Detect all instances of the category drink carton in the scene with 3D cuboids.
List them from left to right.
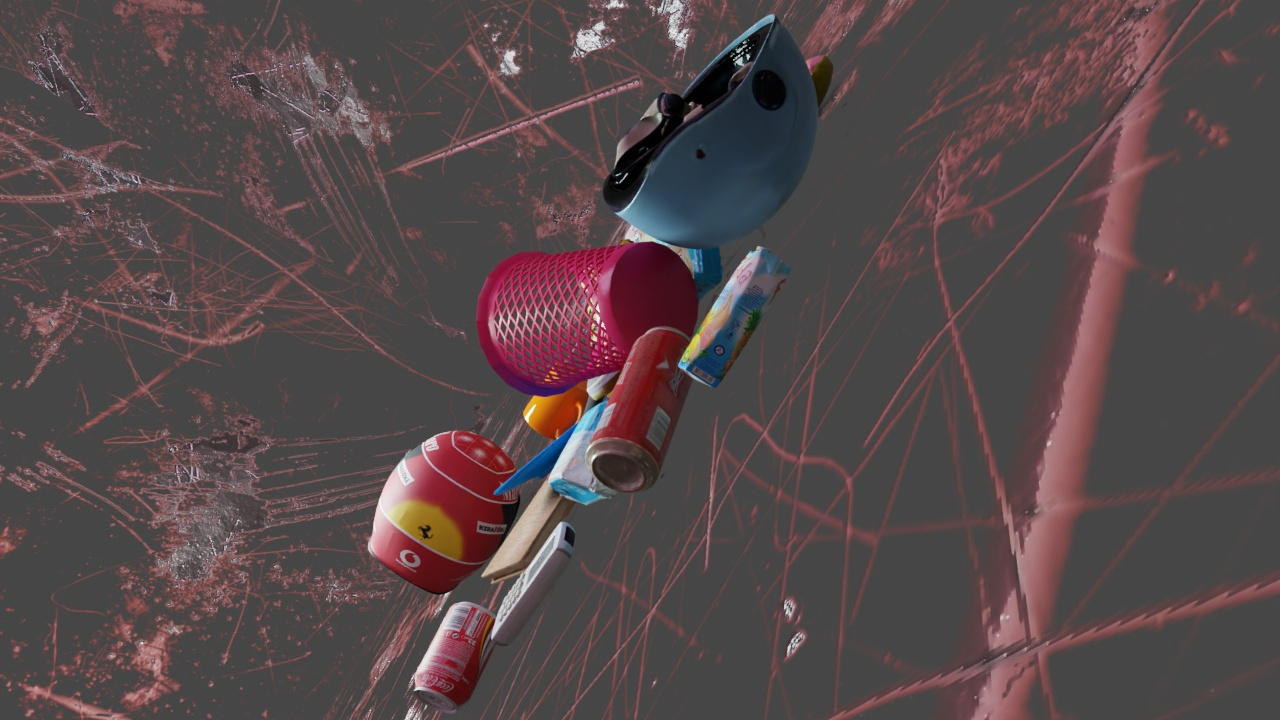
[{"bbox_3d":[0.082,-0.038,0.795,0.129,0.038,0.044,-58,9,-1],"label":"drink carton"}]

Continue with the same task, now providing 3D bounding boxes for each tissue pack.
[{"bbox_3d":[-0.044,0.098,0.935,0.092,0.061,0.145,-61,6,-17],"label":"tissue pack"}]

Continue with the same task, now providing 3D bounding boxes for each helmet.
[{"bbox_3d":[-0.290,0.219,1.410,0.225,0.197,0.271,-57,1,4],"label":"helmet"},{"bbox_3d":[0.090,-0.230,0.974,0.265,0.167,0.226,-58,20,-11],"label":"helmet"}]

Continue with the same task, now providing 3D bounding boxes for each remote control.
[{"bbox_3d":[-0.110,0.232,0.949,0.139,0.025,0.060,-55,9,15],"label":"remote control"},{"bbox_3d":[-0.068,0.060,1.314,0.041,0.020,0.151,-52,12,37],"label":"remote control"}]

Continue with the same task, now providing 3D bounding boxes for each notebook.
[{"bbox_3d":[-0.117,0.186,1.106,0.168,0.022,0.211,-57,8,-26],"label":"notebook"}]

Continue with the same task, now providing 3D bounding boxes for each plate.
[{"bbox_3d":[-0.082,0.098,1.110,0.224,0.024,0.224,-39,-2,-2],"label":"plate"}]

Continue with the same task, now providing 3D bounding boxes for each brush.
[{"bbox_3d":[-0.006,0.006,1.137,0.048,0.017,0.127,-42,0,-35],"label":"brush"}]

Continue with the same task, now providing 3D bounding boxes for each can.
[{"bbox_3d":[-0.198,0.321,0.995,0.064,0.064,0.104,-47,14,50],"label":"can"},{"bbox_3d":[0.005,0.042,0.847,0.068,0.067,0.169,-49,13,44],"label":"can"}]

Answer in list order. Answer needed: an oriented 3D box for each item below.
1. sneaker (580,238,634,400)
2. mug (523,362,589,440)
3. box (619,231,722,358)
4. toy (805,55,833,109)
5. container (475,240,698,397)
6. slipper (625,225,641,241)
[{"bbox_3d":[-0.043,-0.069,1.295,0.238,0.122,0.086,-60,8,-22],"label":"sneaker"},{"bbox_3d":[-0.116,0.072,1.398,0.096,0.077,0.112,-55,38,17],"label":"mug"},{"bbox_3d":[0.029,-0.121,1.150,0.227,0.039,0.181,134,139,-52],"label":"box"},{"bbox_3d":[0.188,-0.310,1.098,0.109,0.051,0.090,-61,8,-13],"label":"toy"},{"bbox_3d":[-0.054,-0.057,1.068,0.226,0.183,0.182,-8,47,50],"label":"container"},{"bbox_3d":[0.077,-0.228,1.384,0.240,0.064,0.094,-32,24,30],"label":"slipper"}]
